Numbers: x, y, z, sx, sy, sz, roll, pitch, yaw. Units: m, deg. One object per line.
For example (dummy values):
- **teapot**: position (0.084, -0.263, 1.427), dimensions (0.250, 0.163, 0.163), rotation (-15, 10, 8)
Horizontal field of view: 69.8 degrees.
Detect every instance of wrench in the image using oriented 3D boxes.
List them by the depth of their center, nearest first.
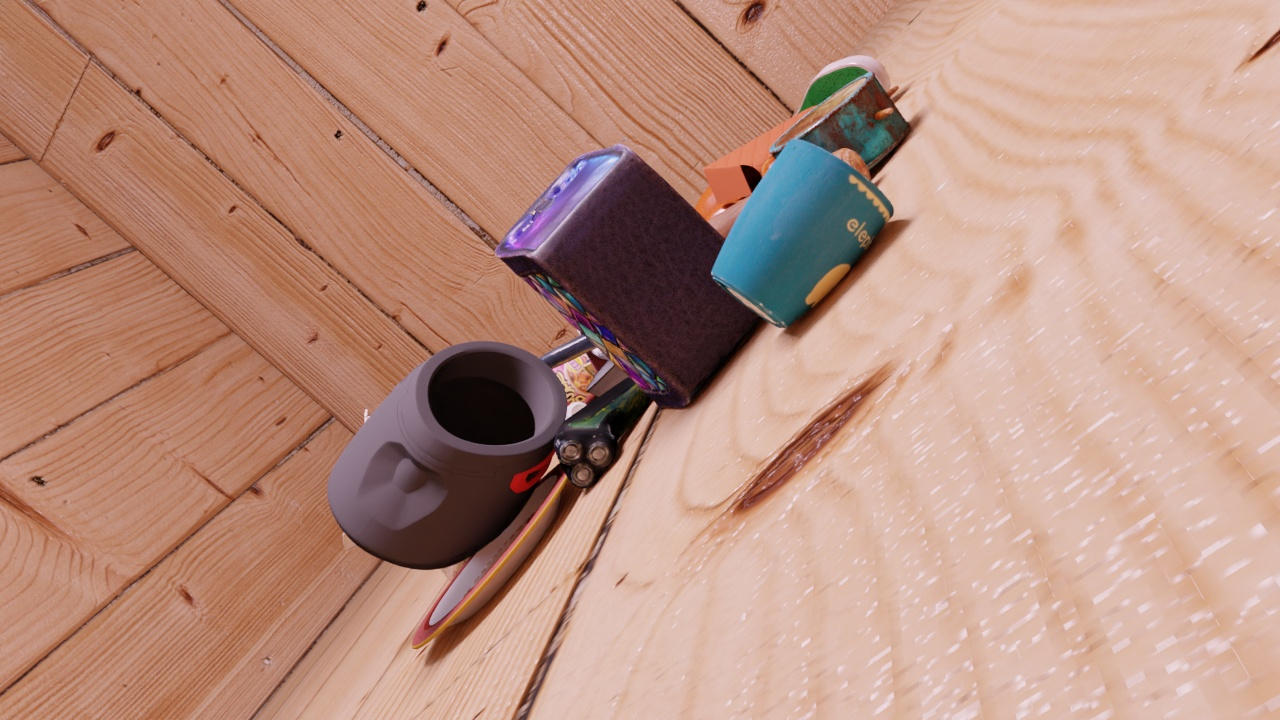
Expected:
- **wrench**: position (0.004, -0.054, 1.055), dimensions (0.273, 0.022, 0.073), rotation (-27, -8, 5)

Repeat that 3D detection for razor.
- **razor**: position (-0.027, 0.059, 0.851), dimensions (0.067, 0.054, 0.151), rotation (-7, 25, 39)

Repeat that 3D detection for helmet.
- **helmet**: position (-0.186, 0.103, 0.876), dimensions (0.170, 0.164, 0.263), rotation (-57, -8, 31)

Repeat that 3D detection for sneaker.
- **sneaker**: position (0.252, -0.326, 1.133), dimensions (0.079, 0.084, 0.235), rotation (-49, 2, -11)

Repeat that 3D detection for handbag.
- **handbag**: position (-0.010, -0.069, 0.785), dimensions (0.125, 0.205, 0.222), rotation (-49, 12, -6)
- **handbag**: position (0.174, -0.232, 1.035), dimensions (0.171, 0.060, 0.109), rotation (-33, 18, -20)

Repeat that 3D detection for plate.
- **plate**: position (-0.133, 0.185, 0.875), dimensions (0.230, 0.021, 0.229), rotation (-48, 6, 6)

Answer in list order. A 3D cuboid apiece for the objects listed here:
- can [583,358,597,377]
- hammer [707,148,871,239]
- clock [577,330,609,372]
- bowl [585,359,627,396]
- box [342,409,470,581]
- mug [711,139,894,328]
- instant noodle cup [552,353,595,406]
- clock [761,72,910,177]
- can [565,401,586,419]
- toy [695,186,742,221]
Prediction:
- **can**: position (-0.021, -0.012, 1.193), dimensions (0.092, 0.056, 0.116), rotation (-50, 6, -10)
- **hammer**: position (0.081, -0.107, 0.848), dimensions (0.302, 0.158, 0.037), rotation (-25, 20, 41)
- **clock**: position (-0.029, -0.030, 1.110), dimensions (0.087, 0.124, 0.044), rotation (-19, -29, 3)
- **bowl**: position (-0.006, 0.006, 1.007), dimensions (0.114, 0.045, 0.114), rotation (-47, 5, 6)
- **box**: position (-0.277, 0.167, 1.009), dimensions (0.106, 0.193, 0.144), rotation (-33, -20, -30)
- **mug**: position (0.106, -0.075, 0.620), dimensions (0.104, 0.084, 0.112), rotation (-53, -23, 2)
- **instant noodle cup**: position (-0.093, 0.022, 1.357), dimensions (0.109, 0.097, 0.097), rotation (-39, 8, 17)
- **clock**: position (0.170, -0.190, 0.849), dimensions (0.158, 0.073, 0.121), rotation (-31, 14, 30)
- **can**: position (-0.094, 0.079, 1.239), dimensions (0.032, 0.032, 0.095), rotation (-50, 6, -22)
- **toy**: position (0.113, -0.178, 1.122), dimensions (0.112, 0.096, 0.175), rotation (-45, 35, 29)
